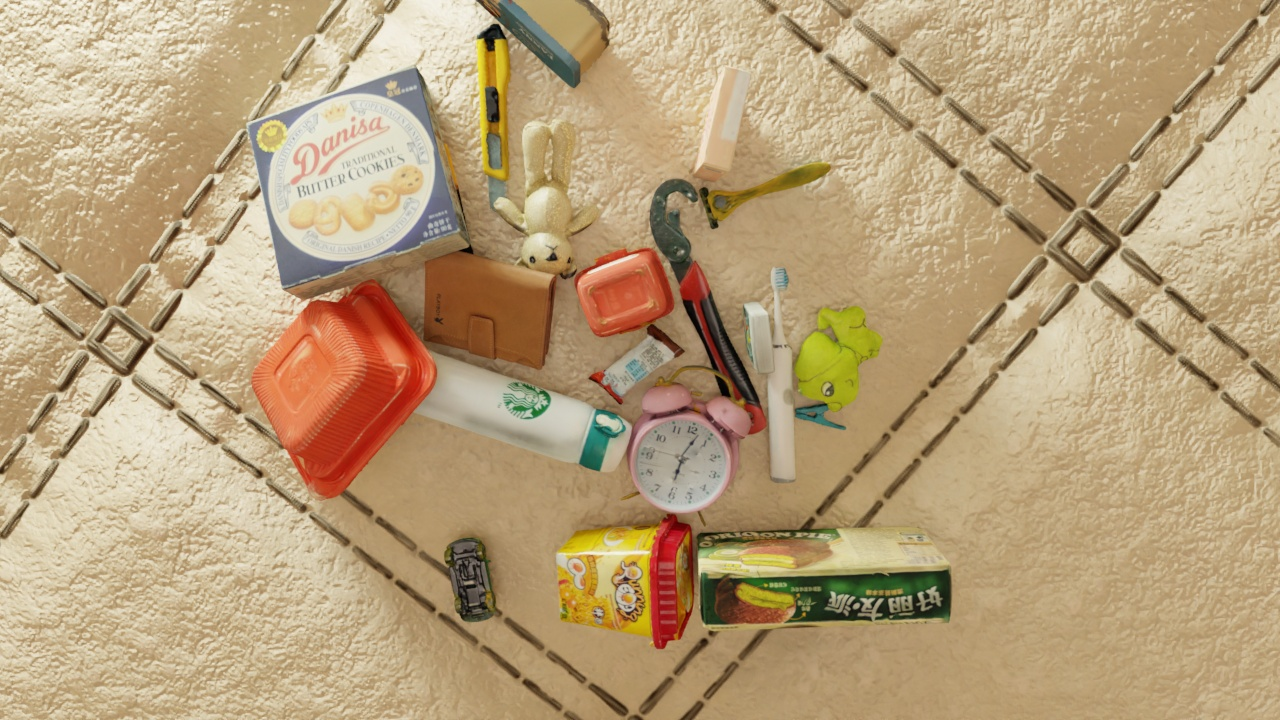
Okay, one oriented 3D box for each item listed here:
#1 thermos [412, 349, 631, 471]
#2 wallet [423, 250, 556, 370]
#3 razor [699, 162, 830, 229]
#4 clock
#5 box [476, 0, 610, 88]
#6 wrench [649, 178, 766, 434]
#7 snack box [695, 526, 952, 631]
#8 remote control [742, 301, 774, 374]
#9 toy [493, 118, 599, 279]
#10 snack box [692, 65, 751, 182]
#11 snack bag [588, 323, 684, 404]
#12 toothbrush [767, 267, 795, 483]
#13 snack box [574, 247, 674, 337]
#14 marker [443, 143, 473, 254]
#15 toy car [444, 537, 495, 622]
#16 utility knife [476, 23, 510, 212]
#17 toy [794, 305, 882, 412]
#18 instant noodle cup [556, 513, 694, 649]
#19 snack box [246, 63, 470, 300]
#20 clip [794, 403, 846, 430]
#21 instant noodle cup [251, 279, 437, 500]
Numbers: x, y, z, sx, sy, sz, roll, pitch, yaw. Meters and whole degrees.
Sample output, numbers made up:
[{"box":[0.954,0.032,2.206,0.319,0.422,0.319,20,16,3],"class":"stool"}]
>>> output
[{"box":[-0.120,0.053,0.929,0.224,0.073,0.073,18,98,-1],"class":"thermos"},{"box":[-0.153,-0.052,0.916,0.132,0.031,0.108,15,121,8],"class":"wallet"},{"box":[0.127,-0.171,0.911,0.132,0.028,0.043,-18,93,3],"class":"razor"},{"box":[0.047,0.081,0.929,0.117,0.059,0.158,17,99,3],"class":"clock"},{"box":[-0.102,-0.337,0.863,0.184,0.090,0.063,44,91,-3],"class":"box"},{"box":[0.069,-0.051,0.931,0.056,0.016,0.273,-17,98,21],"class":"wrench"},{"box":[0.177,0.215,0.919,0.240,0.114,0.063,-3,99,2],"class":"snack box"},{"box":[0.111,-0.023,0.876,0.019,0.135,0.056,-6,98,4],"class":"remote control"},{"box":[-0.090,-0.157,0.900,0.105,0.066,0.157,-1,106,-15],"class":"toy"},{"box":[0.072,-0.211,0.840,0.026,0.157,0.084,13,97,-2],"class":"snack box"},{"box":[-0.005,0.005,0.926,0.048,0.026,0.104,41,119,-11],"class":"snack bag"},{"box":[0.143,0.015,0.936,0.026,0.026,0.221,4,100,40],"class":"toothbrush"},{"box":[-0.018,-0.067,0.903,0.091,0.080,0.082,-20,96,5],"class":"snack box"},{"box":[-0.190,-0.159,0.930,0.018,0.015,0.124,-11,100,5],"class":"marker"},{"box":[-0.179,0.231,0.973,0.043,0.036,0.091,-9,99,4],"class":"toy car"},{"box":[-0.144,-0.238,0.915,0.033,0.015,0.190,-1,98,5],"class":"utility knife"},{"box":[0.196,-0.003,0.929,0.100,0.031,0.096,-33,89,4],"class":"toy"},{"box":[-0.015,0.221,0.934,0.124,0.116,0.116,0,99,14],"class":"instant noodle cup"},{"box":[-0.275,-0.172,0.890,0.178,0.046,0.182,-18,80,4],"class":"snack box"},{"box":[0.186,0.055,0.946,0.055,0.013,0.034,-1,97,3],"class":"clip"},{"box":[-0.303,0.023,0.896,0.189,0.079,0.164,-49,58,10],"class":"instant noodle cup"}]
